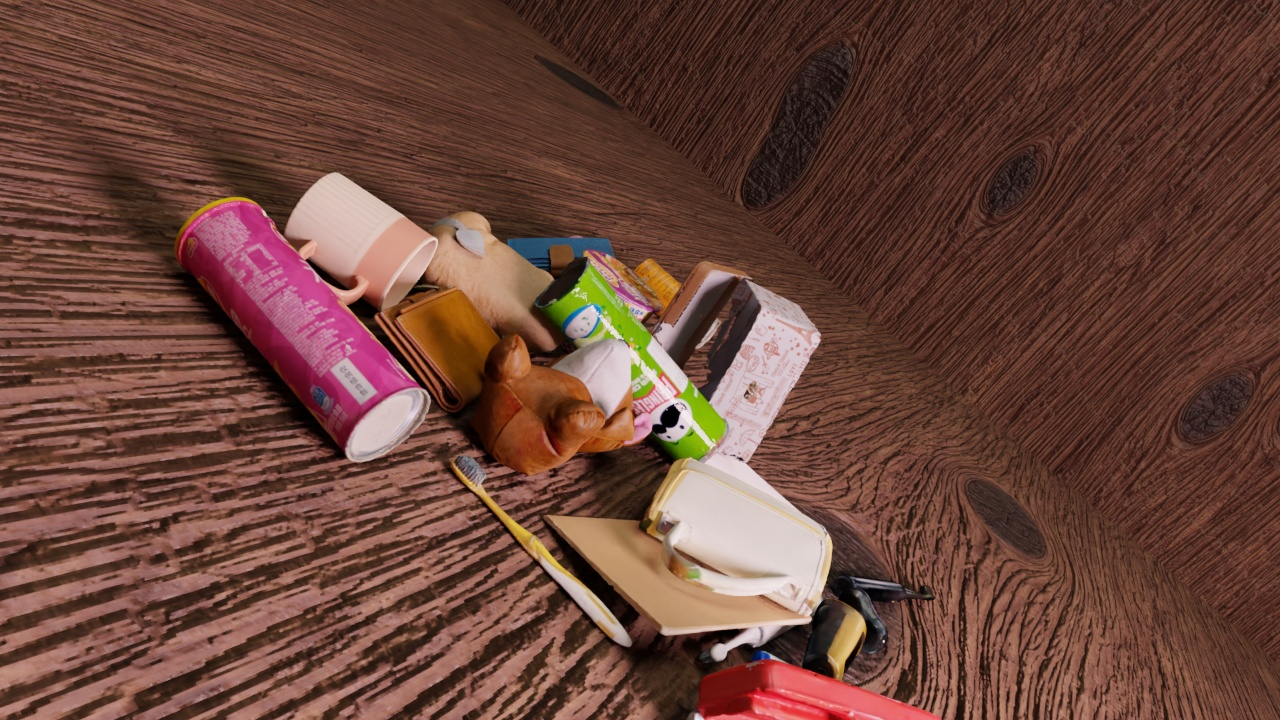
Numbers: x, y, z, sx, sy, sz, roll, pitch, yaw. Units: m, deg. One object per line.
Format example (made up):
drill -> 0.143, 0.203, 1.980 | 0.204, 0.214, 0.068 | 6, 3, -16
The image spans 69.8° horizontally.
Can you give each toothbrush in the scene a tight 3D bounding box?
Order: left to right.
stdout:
toothbrush -> -0.073, 0.136, 0.671 | 0.191, 0.018, 0.016 | 43, 21, 14
toothbrush -> 0.107, 0.226, 0.781 | 0.220, 0.026, 0.026 | 3, 60, -59
toothbrush -> 0.281, 0.258, 1.029 | 0.212, 0.026, 0.027 | 18, 49, -46

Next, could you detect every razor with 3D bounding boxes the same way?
razor -> 0.172, 0.244, 0.786 | 0.068, 0.062, 0.167 | 23, 9, 19

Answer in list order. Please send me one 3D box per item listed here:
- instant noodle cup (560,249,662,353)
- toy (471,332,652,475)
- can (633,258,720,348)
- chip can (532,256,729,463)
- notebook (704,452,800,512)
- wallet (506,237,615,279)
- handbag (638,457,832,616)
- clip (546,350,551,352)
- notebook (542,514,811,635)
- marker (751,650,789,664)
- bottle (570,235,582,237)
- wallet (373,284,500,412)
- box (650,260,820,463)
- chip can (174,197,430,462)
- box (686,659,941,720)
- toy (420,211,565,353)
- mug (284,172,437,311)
instant noodle cup -> -0.046, -0.055, 1.049 | 0.111, 0.099, 0.111 | 33, 18, -13
toy -> -0.060, 0.030, 0.802 | 0.140, 0.130, 0.199 | 44, 10, 17
can -> 0.048, -0.085, 1.359 | 0.146, 0.058, 0.058 | 43, 19, 14
chip can -> -0.005, 0.005, 0.921 | 0.236, 0.072, 0.072 | 50, 14, -21
notebook -> 0.113, 0.159, 0.972 | 0.150, 0.012, 0.208 | 41, 18, 8
wallet -> -0.099, -0.125, 1.126 | 0.133, 0.040, 0.106 | -2, 27, -7
handbag -> 0.082, 0.155, 0.780 | 0.163, 0.063, 0.178 | 27, 13, 7
clip -> -0.116, -0.031, 0.986 | 0.056, 0.028, 0.024 | 23, 20, -12
notebook -> 0.035, 0.172, 0.752 | 0.207, 0.008, 0.148 | 15, 15, -49
marker -> 0.151, 0.275, 0.763 | 0.145, 0.017, 0.017 | 31, 20, -20
bottle -> -0.063, -0.110, 1.203 | 0.068, 0.068, 0.196 | 27, 19, -30
wallet -> -0.171, -0.021, 0.812 | 0.119, 0.035, 0.130 | 49, 19, -2
box -> 0.078, -0.015, 1.042 | 0.168, 0.182, 0.150 | 24, 17, -15
chip can -> -0.242, -0.024, 0.654 | 0.210, 0.071, 0.071 | 44, 19, 17
box -> 0.125, 0.281, 0.629 | 0.201, 0.096, 0.099 | 28, 48, -32
toy -> -0.124, -0.062, 0.938 | 0.226, 0.083, 0.143 | 35, 43, -14
mug -> -0.254, -0.096, 0.807 | 0.106, 0.082, 0.114 | 35, 44, -2
